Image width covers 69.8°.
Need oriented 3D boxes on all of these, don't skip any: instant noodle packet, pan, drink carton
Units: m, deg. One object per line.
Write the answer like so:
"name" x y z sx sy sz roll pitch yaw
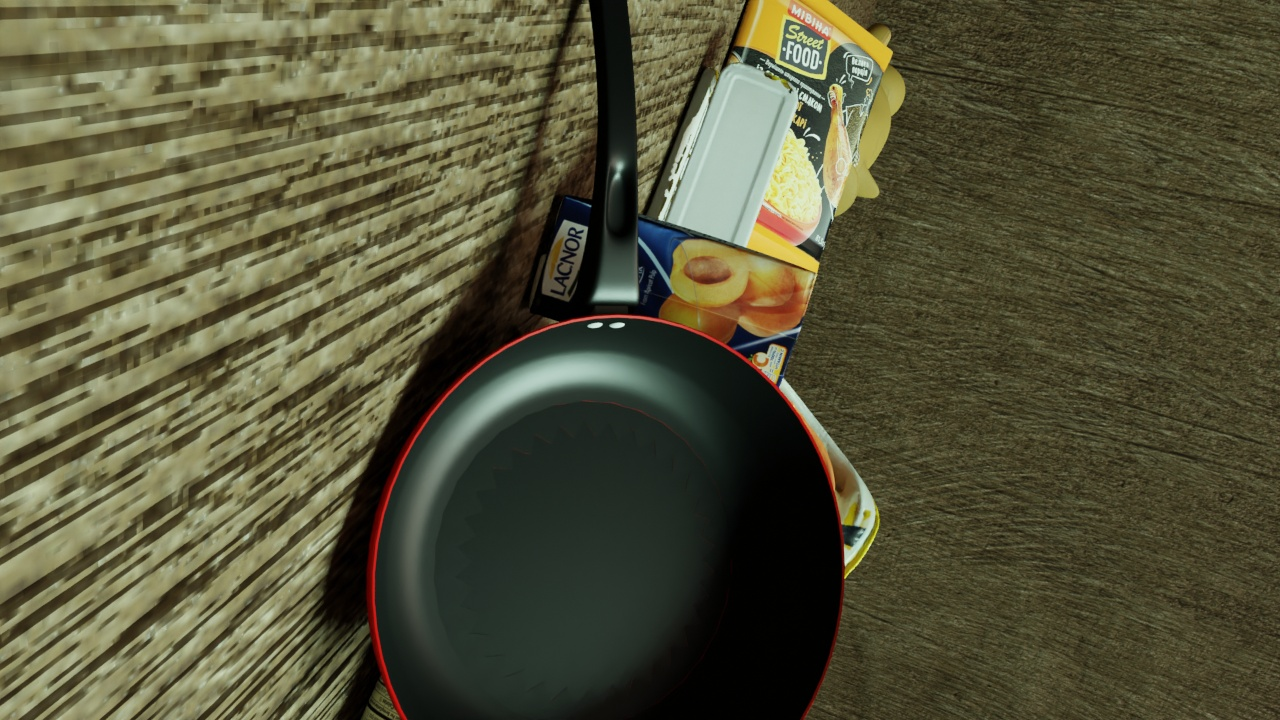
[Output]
"instant noodle packet" 0.123 -0.196 0.761 0.032 0.159 0.220 13 -98 58
"pan" -0.013 0.013 0.392 0.067 0.208 0.356 164 -76 -64
"drink carton" 0.015 -0.035 0.457 0.040 0.130 0.064 -38 145 -83

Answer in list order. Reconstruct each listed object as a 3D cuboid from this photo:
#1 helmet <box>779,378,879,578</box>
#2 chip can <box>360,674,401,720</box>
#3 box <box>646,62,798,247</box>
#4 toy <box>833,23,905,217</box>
"helmet" 0.050 0.123 0.708 0.239 0.209 0.140 -40 -177 -41
"chip can" -0.062 0.099 0.439 0.075 0.075 0.214 78 32 -71
"box" 0.049 -0.106 0.653 0.079 0.080 0.209 61 48 -73
"toy" 0.163 -0.210 0.878 0.202 0.162 0.199 -45 170 -44
